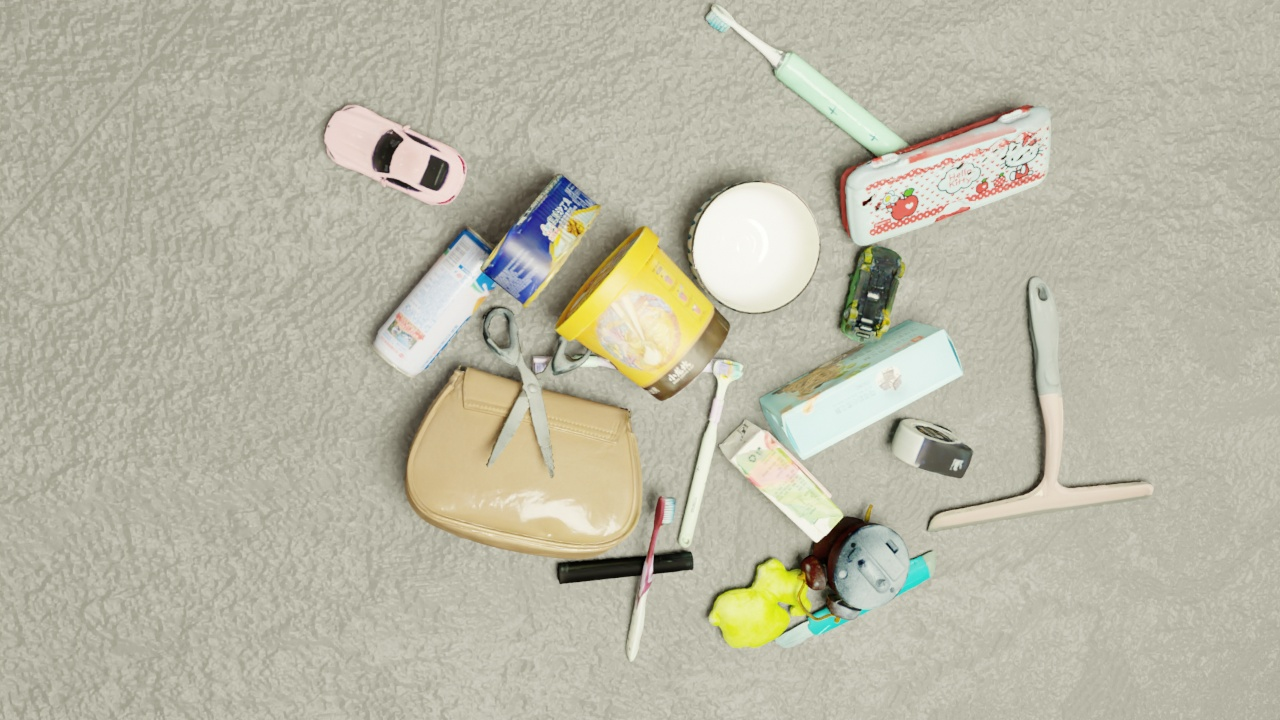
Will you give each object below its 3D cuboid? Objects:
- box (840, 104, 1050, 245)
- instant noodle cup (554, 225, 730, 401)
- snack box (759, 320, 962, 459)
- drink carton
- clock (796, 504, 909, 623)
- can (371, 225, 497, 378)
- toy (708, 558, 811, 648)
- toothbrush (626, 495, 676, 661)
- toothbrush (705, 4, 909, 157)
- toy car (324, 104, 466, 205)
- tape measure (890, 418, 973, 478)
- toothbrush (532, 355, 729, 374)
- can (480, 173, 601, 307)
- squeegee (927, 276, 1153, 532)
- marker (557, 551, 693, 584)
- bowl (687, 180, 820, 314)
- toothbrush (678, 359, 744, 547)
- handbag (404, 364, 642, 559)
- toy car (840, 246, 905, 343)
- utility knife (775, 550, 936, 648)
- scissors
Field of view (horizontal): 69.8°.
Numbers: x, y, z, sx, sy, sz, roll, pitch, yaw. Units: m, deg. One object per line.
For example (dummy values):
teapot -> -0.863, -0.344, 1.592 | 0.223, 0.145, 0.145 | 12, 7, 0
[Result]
box -> 0.280, -0.169, 0.836 | 0.201, 0.046, 0.087 | -20, 134, -4
instant noodle cup -> 0.006, -0.036, 0.795 | 0.114, 0.118, 0.118 | 41, 92, -12
snack box -> 0.204, 0.025, 0.858 | 0.175, 0.074, 0.051 | -28, 102, -3
drink carton -> 0.135, 0.113, 0.874 | 0.122, 0.053, 0.045 | 44, 90, -13
clock -> 0.203, 0.203, 0.891 | 0.122, 0.055, 0.082 | -43, 105, -8
can -> -0.173, -0.050, 0.800 | 0.053, 0.053, 0.134 | 40, 92, -13
toy -> 0.121, 0.244, 0.906 | 0.096, 0.031, 0.100 | 23, 95, -13
toothbrush -> 0.009, 0.210, 0.873 | 0.017, 0.016, 0.188 | 1, 113, -22
toothbrush -> 0.153, -0.249, 0.828 | 0.224, 0.026, 0.027 | 34, 138, -13
toy car -> -0.209, -0.174, 0.784 | 0.122, 0.037, 0.056 | 23, 94, -10
tape measure -> 0.276, 0.083, 0.883 | 0.066, 0.065, 0.034 | 14, 105, -9
toothbrush -> -0.005, 0.005, 0.852 | 0.189, 0.029, 0.021 | 0, 62, -9
can -> -0.081, -0.102, 0.764 | 0.049, 0.147, 0.075 | 39, 124, -11
squeegee -> 0.402, 0.042, 0.909 | 0.247, 0.040, 0.250 | -7, 100, -7
marker -> -0.014, 0.199, 0.883 | 0.132, 0.020, 0.022 | -4, 143, -8
bowl -> 0.096, -0.103, 0.825 | 0.116, 0.066, 0.116 | -2, 100, -9
toothbrush -> 0.062, 0.091, 0.871 | 0.029, 0.020, 0.190 | 10, 103, -11
handbag -> -0.101, 0.096, 0.813 | 0.204, 0.100, 0.147 | 16, 71, -10
toy car -> 0.216, -0.062, 0.864 | 0.043, 0.036, 0.091 | 14, 98, -9
utility knife -> 0.220, 0.244, 0.929 | 0.186, 0.013, 0.029 | -26, 100, -5
scissors -> -0.094, 0.019, 0.793 | 0.159, 0.014, 0.177 | 43, 52, 16
